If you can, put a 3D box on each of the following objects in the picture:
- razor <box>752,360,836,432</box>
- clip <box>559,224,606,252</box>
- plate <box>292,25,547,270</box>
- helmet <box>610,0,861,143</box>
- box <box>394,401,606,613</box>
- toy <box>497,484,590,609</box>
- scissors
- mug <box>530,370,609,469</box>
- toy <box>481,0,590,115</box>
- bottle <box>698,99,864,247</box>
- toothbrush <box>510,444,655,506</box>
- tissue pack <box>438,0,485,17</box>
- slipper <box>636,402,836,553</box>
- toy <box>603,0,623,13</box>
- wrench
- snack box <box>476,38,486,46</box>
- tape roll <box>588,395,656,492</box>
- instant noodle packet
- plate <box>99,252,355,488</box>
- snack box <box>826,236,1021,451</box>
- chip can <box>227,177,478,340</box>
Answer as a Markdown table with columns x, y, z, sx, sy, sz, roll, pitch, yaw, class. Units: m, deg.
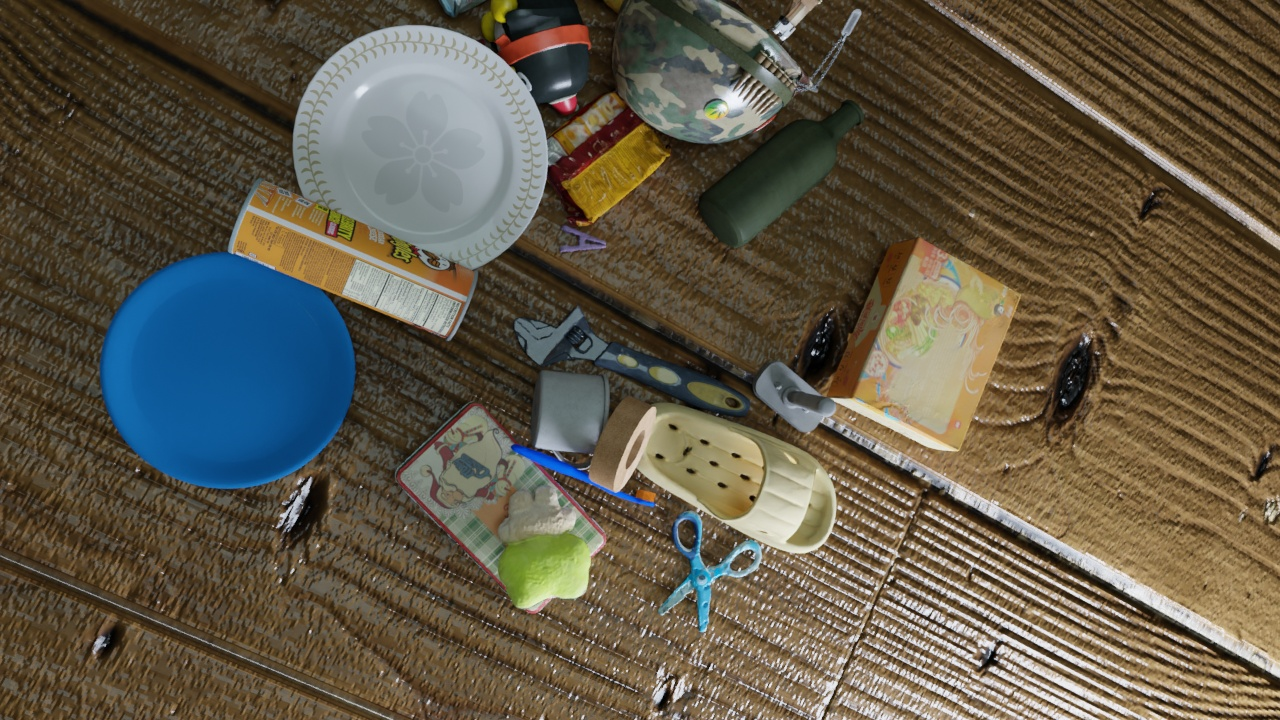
| x | y | z | sx | sy | sz | roll | pitch | yaw | class |
| --- | --- | --- | --- | --- | --- | --- | --- | --- | --- |
| 0.177 | 0.043 | 0.976 | 0.088 | 0.116 | 0.047 | 39 | 86 | -11 | razor |
| -0.064 | -0.130 | 0.969 | 0.050 | 0.014 | 0.046 | -22 | 93 | -10 | clip |
| -0.213 | -0.201 | 0.903 | 0.242 | 0.016 | 0.243 | -4 | 109 | -12 | plate |
| 0.090 | -0.329 | 0.910 | 0.224 | 0.192 | 0.237 | 10 | 125 | -27 | helmet |
| -0.140 | 0.148 | 0.932 | 0.117 | 0.050 | 0.205 | -42 | 101 | -10 | box |
| -0.096 | 0.181 | 0.896 | 0.092 | 0.046 | 0.115 | -9 | 85 | -17 | toy |
| 0.065 | 0.224 | 1.004 | 0.134 | 0.012 | 0.134 | -37 | 99 | -10 | scissors |
| -0.074 | 0.065 | 0.938 | 0.070 | 0.084 | 0.113 | 6 | 120 | -12 | mug |
| -0.095 | -0.306 | 0.919 | 0.099 | 0.098 | 0.119 | -19 | 97 | -18 | toy |
| 0.159 | -0.210 | 0.995 | 0.206 | 0.071 | 0.071 | -40 | 99 | -11 | bottle |
| -0.055 | 0.117 | 0.945 | 0.182 | 0.016 | 0.018 | 27 | 76 | -30 | toothbrush |
| -0.146 | -0.436 | 0.918 | 0.181 | 0.070 | 0.112 | -34 | 97 | -13 | tissue pack |
| 0.110 | 0.122 | 0.981 | 0.261 | 0.079 | 0.111 | 26 | 80 | -12 | slipper |
| 0.002 | -0.429 | 0.966 | 0.137 | 0.067 | 0.105 | -40 | 97 | 1 | toy |
| -0.006 | 0.006 | 0.979 | 0.273 | 0.022 | 0.073 | 22 | 85 | -13 | wrench |
| -0.218 | -0.277 | 0.919 | 0.140 | 0.032 | 0.051 | -18 | 94 | -14 | snack box |
| -0.017 | 0.083 | 0.913 | 0.027 | 0.094 | 0.094 | 24 | 84 | 13 | tape roll |
| -0.044 | -0.213 | 0.960 | 0.135 | 0.040 | 0.098 | -42 | 97 | -14 | instant noodle packet |
| -0.390 | 0.009 | 0.880 | 0.224 | 0.024 | 0.224 | 0 | 90 | -14 | plate |
| 0.312 | -0.017 | 1.029 | 0.145 | 0.081 | 0.195 | 26 | 83 | -13 | snack box |
| -0.269 | -0.094 | 0.875 | 0.215 | 0.075 | 0.075 | 23 | 84 | -18 | chip can |
